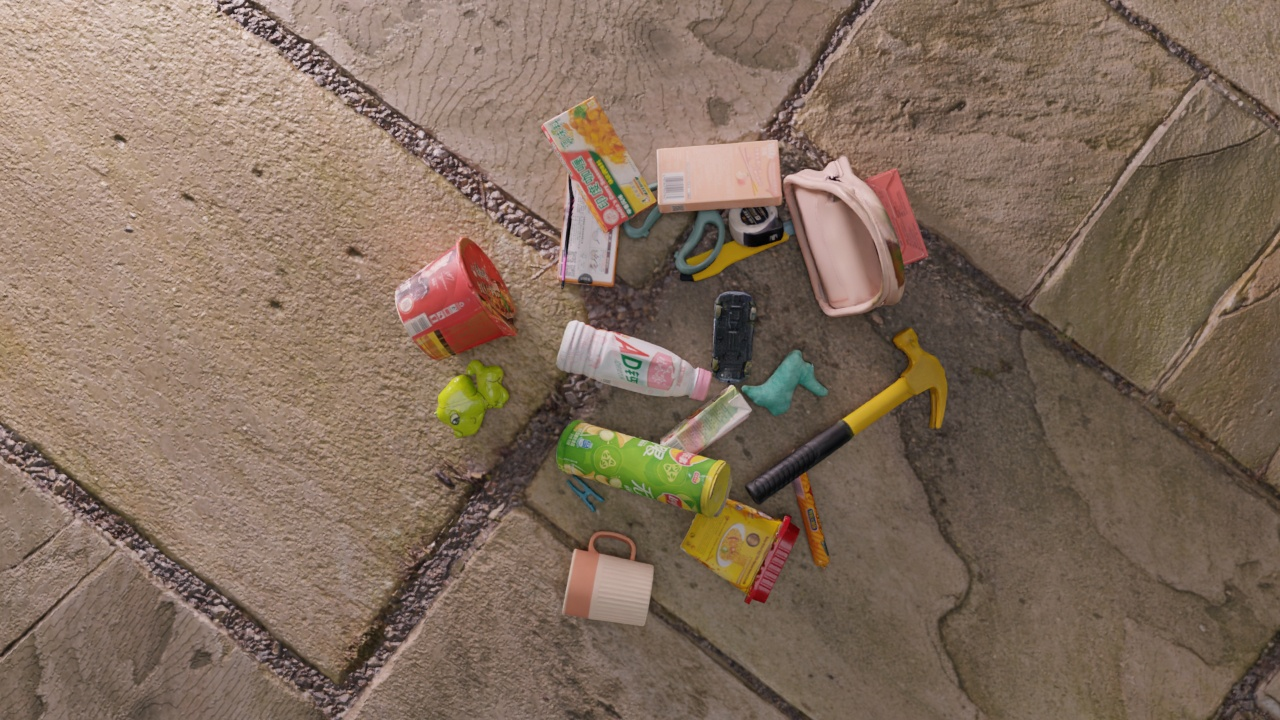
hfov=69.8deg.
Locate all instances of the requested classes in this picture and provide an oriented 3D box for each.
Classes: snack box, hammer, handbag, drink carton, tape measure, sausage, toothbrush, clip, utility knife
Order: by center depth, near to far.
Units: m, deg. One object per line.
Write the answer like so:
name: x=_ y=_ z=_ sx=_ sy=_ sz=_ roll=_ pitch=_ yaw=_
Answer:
handbag: x=0.254 y=-0.141 z=1.083 sx=0.093 sy=0.234 sz=0.193 roll=-21 pitch=100 yaw=1
snack box: x=0.319 y=-0.175 z=1.148 sx=0.044 sy=0.127 sz=0.113 roll=-20 pitch=90 yaw=17
snack box: x=-0.053 y=-0.248 z=1.166 sx=0.077 sy=0.027 sz=0.156 roll=-33 pitch=95 yaw=-12
snack box: x=0.100 y=-0.236 z=1.176 sx=0.157 sy=0.026 sz=0.084 roll=-2 pitch=71 yaw=6
hammer: x=0.265 y=0.089 z=1.180 sx=0.300 sy=0.033 sz=0.129 roll=-34 pitch=90 yaw=-5
tape measure: x=0.146 y=-0.180 z=1.182 sx=0.066 sy=0.034 sz=0.065 roll=-13 pitch=61 yaw=2
toothbrush: x=-0.089 y=-0.186 z=1.182 sx=0.018 sy=0.014 sz=0.189 roll=5 pitch=90 yaw=-7
drink carton: x=0.086 y=0.085 z=1.188 sx=0.122 sy=0.053 sz=0.045 roll=-37 pitch=91 yaw=2
sausage: x=0.220 y=0.195 z=1.201 sx=0.021 sy=0.021 sz=0.165 roll=-15 pitch=91 yaw=2
utility knife: x=0.150 y=-0.151 z=1.201 sx=0.216 sy=0.015 sz=0.033 roll=-22 pitch=93 yaw=1
snack box: x=-0.064 y=-0.176 z=1.202 sx=0.075 sy=0.026 sz=0.153 roll=6 pitch=90 yaw=2
clip: x=-0.074 y=0.175 z=1.214 sx=0.047 sy=0.014 sz=0.057 roll=-44 pitch=89 yaw=4

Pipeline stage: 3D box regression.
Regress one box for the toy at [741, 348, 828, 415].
toy: x=0.194 y=0.032 z=1.197 sx=0.096 sy=0.030 sz=0.092 roll=36 pitch=94 yaw=-5

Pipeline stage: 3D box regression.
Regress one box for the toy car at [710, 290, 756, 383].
toy car: x=0.121 y=-0.030 z=1.195 sx=0.054 sy=0.036 sz=0.121 roll=2 pitch=101 yaw=1

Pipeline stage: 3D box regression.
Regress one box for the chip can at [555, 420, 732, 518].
chip can: x=0.000 y=0.133 z=1.147 sx=0.221 sy=0.072 sz=0.072 roll=14 pitch=91 yaw=24

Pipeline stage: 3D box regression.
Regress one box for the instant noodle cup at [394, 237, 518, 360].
instant noodle cup: x=-0.236 y=-0.072 z=1.159 sx=0.109 sy=0.137 sz=0.138 roll=-27 pitch=90 yaw=10

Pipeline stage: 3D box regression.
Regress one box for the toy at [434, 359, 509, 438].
toy: x=-0.224 y=0.049 z=1.208 sx=0.100 sy=0.031 sz=0.096 roll=-14 pitch=91 yaw=-3

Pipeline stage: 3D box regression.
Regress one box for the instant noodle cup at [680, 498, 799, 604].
instant noodle cup: x=0.125 y=0.231 z=1.166 sx=0.124 sy=0.116 sz=0.116 roll=27 pitch=91 yaw=12

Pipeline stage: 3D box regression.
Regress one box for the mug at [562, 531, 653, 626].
mug: x=-0.039 y=0.280 z=1.188 sx=0.106 sy=0.082 sz=0.114 roll=10 pitch=61 yaw=0

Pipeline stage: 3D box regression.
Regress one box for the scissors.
scissors: x=0.073 y=-0.187 z=1.196 sx=0.177 sy=0.019 sz=0.171 roll=-34 pitch=80 yaw=-3

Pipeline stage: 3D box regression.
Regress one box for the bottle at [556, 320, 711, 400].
bottle: x=-0.007 y=0.007 z=1.185 sx=0.197 sy=0.068 sz=0.068 roll=17 pitch=91 yaw=-2
